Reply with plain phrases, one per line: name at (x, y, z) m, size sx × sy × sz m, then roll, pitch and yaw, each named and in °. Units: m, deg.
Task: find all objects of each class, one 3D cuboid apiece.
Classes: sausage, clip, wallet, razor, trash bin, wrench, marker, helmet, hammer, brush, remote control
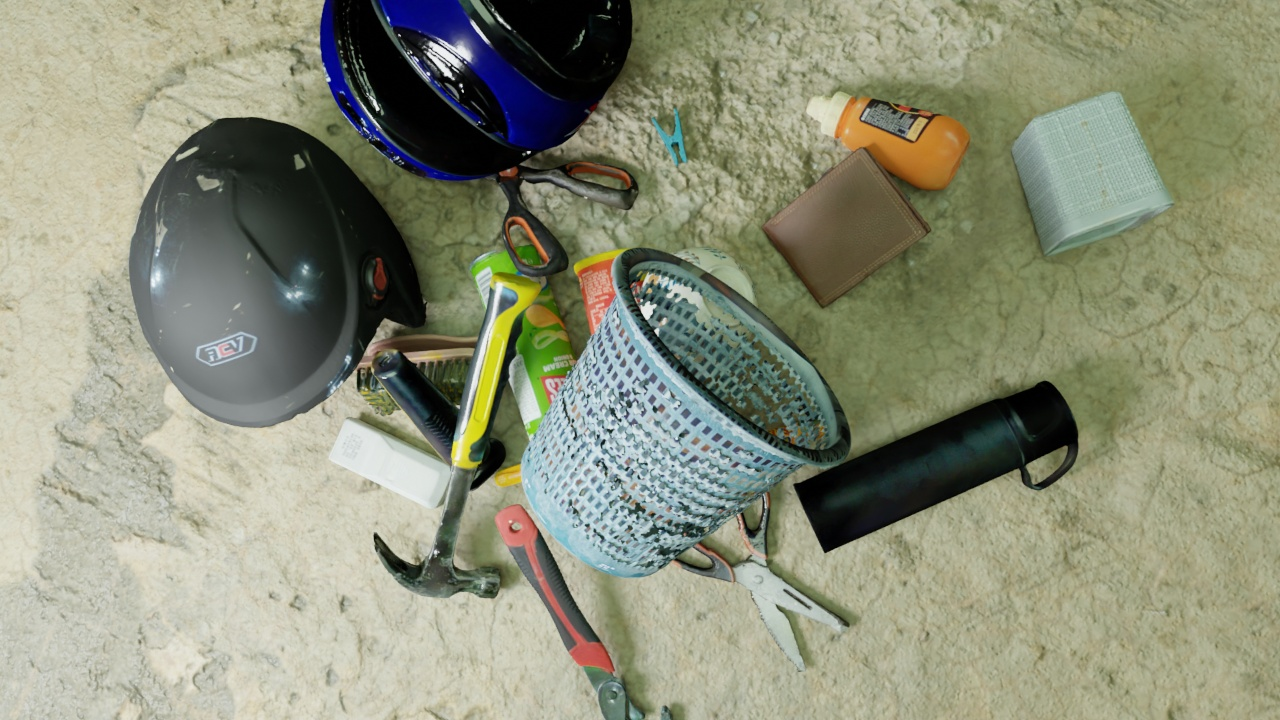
sausage at (0.110, 0.078, 0.843) m, size 0.165 × 0.021 × 0.021 m, roll -16°, pitch 85°, yaw -17°
clip at (0.032, -0.217, 0.895) m, size 0.038 × 0.013 × 0.055 m, roll -21°, pitch 86°, yaw 8°
wallet at (0.187, -0.122, 0.846) m, size 0.125 × 0.032 × 0.101 m, roll -38°, pitch 84°, yaw 26°
razor at (-0.192, 0.054, 0.860) m, size 0.062 × 0.167 × 0.068 m, roll -45°, pitch 37°, yaw -16°
trash bin at (0.016, 0.056, 0.726) m, size 0.226 × 0.226 × 0.195 m, roll 44°, pitch 114°, yaw 8°
wrench at (-0.056, 0.253, 0.862) m, size 0.056 × 0.016 × 0.273 m, roll -32°, pitch 96°, yaw 8°
marker at (-0.084, 0.101, 0.900) m, size 0.124 × 0.015 × 0.018 m, roll -17°, pitch 91°, yaw 5°
helmet at (-0.343, -0.081, 0.839) m, size 0.233 × 0.230 × 0.274 m, roll -15°, pitch 47°, yaw 8°
helmet at (-0.153, -0.271, 0.786) m, size 0.241 × 0.314 × 0.247 m, roll -32°, pitch 122°, yaw 31°
hammer at (-0.156, 0.075, 0.831) m, size 0.126 × 0.032 × 0.324 m, roll 9°, pitch 110°, yaw -23°
brush at (-0.203, 0.007, 0.901) m, size 0.146 × 0.063 × 0.073 m, roll -7°, pitch 57°, yaw 7°
remote control at (-0.249, 0.103, 0.920) m, size 0.125 × 0.024 × 0.049 m, roll 24°, pitch 91°, yaw 9°

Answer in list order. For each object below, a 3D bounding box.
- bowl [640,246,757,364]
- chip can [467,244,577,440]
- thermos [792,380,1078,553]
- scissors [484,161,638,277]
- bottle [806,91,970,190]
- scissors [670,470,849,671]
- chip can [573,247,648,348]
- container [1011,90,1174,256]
bowl at (0.062, -0.053, 0.833) m, size 0.113 × 0.062 × 0.113 m, roll 5°, pitch 78°, yaw -25°
chip can at (-0.093, 0.008, 0.869) m, size 0.072 × 0.072 × 0.236 m, roll -22°, pitch 81°, yaw 7°
thermos at (0.266, 0.105, 0.821) m, size 0.243 × 0.068 × 0.090 m, roll -24°, pitch 88°, yaw 7°
scissors at (-0.112, -0.167, 0.880) m, size 0.221 × 0.022 × 0.228 m, roll -1°, pitch 59°, yaw -5°
bottle at (0.223, -0.210, 0.845) m, size 0.149 × 0.066 × 0.067 m, roll 28°, pitch 92°, yaw 16°
scissors at (0.097, 0.188, 0.869) m, size 0.189 × 0.015 × 0.226 m, roll -4°, pitch 87°, yaw 8°
chip can at (-0.005, 0.005, 0.863) m, size 0.073 × 0.073 × 0.216 m, roll -14°, pitch 86°, yaw 8°
container at (0.389, -0.163, 0.804) m, size 0.090 × 0.090 × 0.111 m, roll -18°, pitch 82°, yaw 7°
